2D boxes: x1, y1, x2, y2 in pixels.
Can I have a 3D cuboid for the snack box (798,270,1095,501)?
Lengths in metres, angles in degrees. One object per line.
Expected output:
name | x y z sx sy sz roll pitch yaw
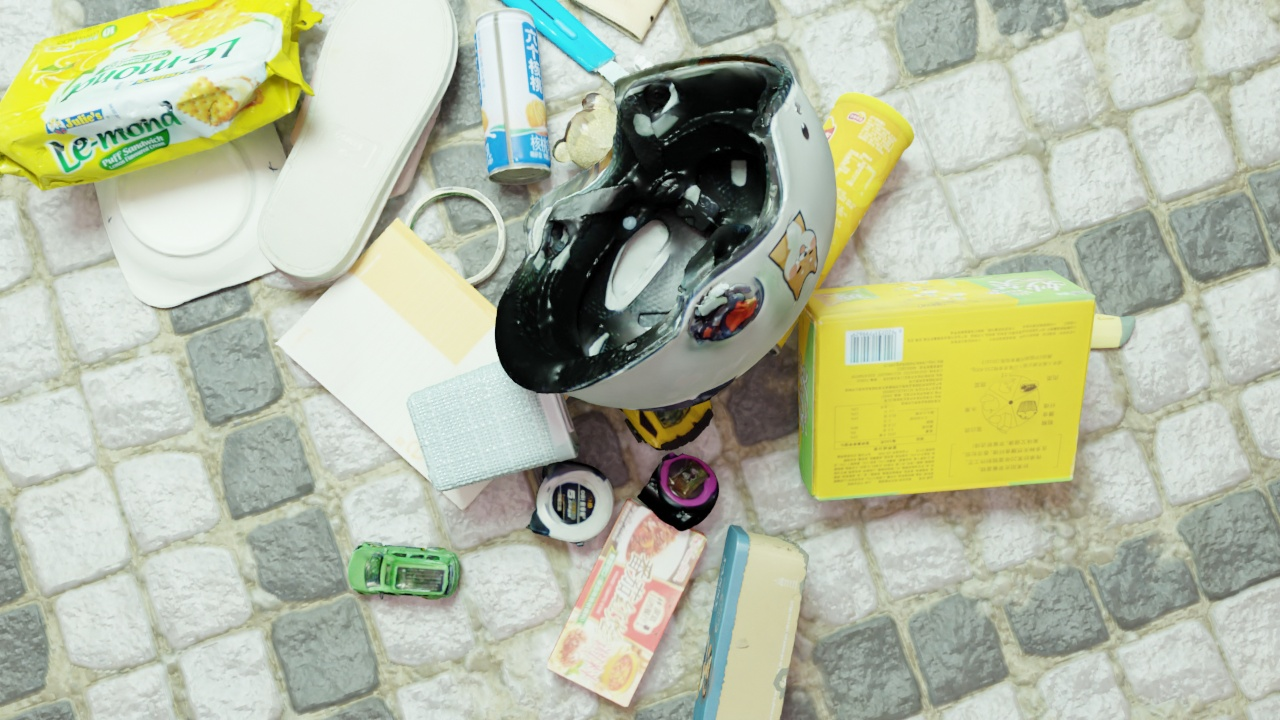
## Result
snack box | 0.231 0.020 0.718 0.210 0.070 0.158 -5 112 -1

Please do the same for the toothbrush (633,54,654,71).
toothbrush | 0.060 -0.196 0.782 0.180 0.016 0.016 44 89 2

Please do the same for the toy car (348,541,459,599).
toy car | -0.195 0.173 0.750 0.091 0.036 0.043 3 88 3

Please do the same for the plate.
plate | -0.374 -0.139 0.767 0.163 0.034 0.164 -21 87 -2

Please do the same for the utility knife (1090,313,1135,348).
utility knife | 0.313 -0.025 0.774 0.216 0.022 0.031 1 86 -7

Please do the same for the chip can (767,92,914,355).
chip can | 0.139 -0.111 0.751 0.072 0.072 0.213 32 87 1

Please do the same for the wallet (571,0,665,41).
wallet | -0.008 -0.344 0.788 0.087 0.024 0.115 31 88 -4

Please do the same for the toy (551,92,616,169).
toy | 0.005 -0.152 0.761 0.157 0.066 0.105 36 98 -6

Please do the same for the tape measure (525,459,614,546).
tape measure | -0.054 0.117 0.755 0.066 0.033 0.065 16 88 3

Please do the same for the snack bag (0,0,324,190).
snack bag | -0.374 -0.218 0.724 0.246 0.068 0.157 -15 46 0

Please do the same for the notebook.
notebook | -0.175 0.004 0.762 0.206 0.010 0.146 43 87 -4

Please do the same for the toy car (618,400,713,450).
toy car | -0.005 0.004 0.759 0.071 0.041 0.156 -36 86 -3

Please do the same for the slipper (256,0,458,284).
slipper | -0.231 -0.191 0.761 0.114 0.054 0.274 20 84 1

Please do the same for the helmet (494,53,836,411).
helmet | 0.035 -0.073 0.654 0.156 0.230 0.274 32 87 -38

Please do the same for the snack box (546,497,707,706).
snack box | -0.011 0.197 0.754 0.075 0.025 0.153 26 87 1

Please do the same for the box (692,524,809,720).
box | 0.086 0.215 0.724 0.062 0.090 0.184 9 84 1

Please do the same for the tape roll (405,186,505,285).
tape roll | -0.157 -0.104 0.776 0.086 0.014 0.085 0 86 -1

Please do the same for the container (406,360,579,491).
container | -0.114 0.046 0.720 0.111 0.090 0.090 -18 92 -1

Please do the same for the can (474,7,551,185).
can | -0.107 -0.218 0.763 0.053 0.053 0.134 -6 87 -1

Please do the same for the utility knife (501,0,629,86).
utility knife | -0.055 -0.275 0.786 0.218 0.018 0.034 40 86 0

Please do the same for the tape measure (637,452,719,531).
tape measure | 0.034 0.105 0.743 0.057 0.039 0.057 39 49 13
